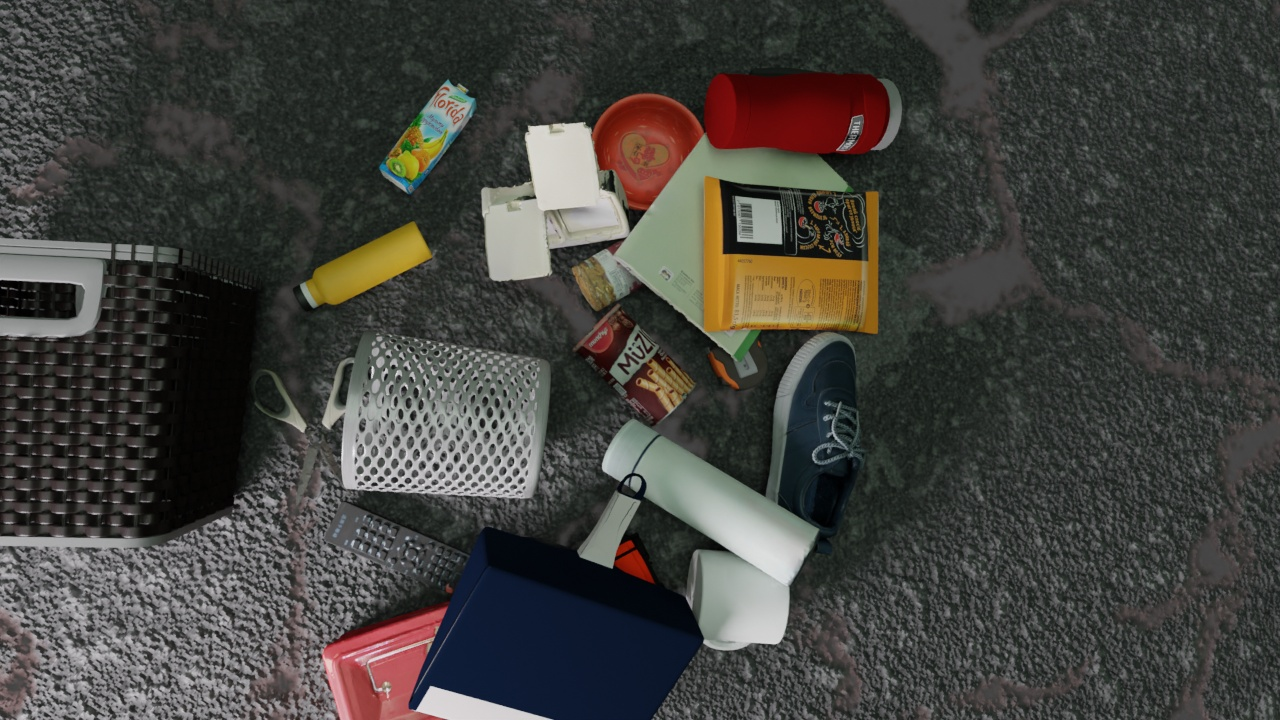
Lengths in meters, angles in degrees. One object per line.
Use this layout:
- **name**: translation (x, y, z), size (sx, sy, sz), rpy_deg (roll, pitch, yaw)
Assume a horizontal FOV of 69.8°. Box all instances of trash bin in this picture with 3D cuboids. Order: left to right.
- **trash bin**: translation (-0.189, 0.059, 0.916), size (0.183, 0.156, 0.156), rpy_deg (7, 85, -9)

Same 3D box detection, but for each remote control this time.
- **remote control**: translation (-0.252, 0.197, 0.965), size (0.150, 0.022, 0.047), rpy_deg (25, 83, -6)

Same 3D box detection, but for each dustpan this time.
- **dustpan**: translation (-0.061, 0.240, 0.896), size (0.236, 0.080, 0.273), rpy_deg (25, 106, -22)

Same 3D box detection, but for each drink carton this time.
- **drink carton**: translation (-0.227, -0.242, 0.989), size (0.044, 0.038, 0.128), rpy_deg (36, 83, -3)

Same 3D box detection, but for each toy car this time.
- **toy car**: translation (-0.006, 0.234, 0.974), size (0.051, 0.049, 0.100), rpy_deg (-27, 89, -8)

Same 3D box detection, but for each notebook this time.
- **notebook**: translation (0.109, -0.151, 0.998), size (0.182, 0.010, 0.252), rpy_deg (39, 74, -15)

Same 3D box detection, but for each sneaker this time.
- **sneaker**: translation (0.197, 0.084, 0.979), size (0.089, 0.087, 0.235), rpy_deg (13, 86, -30)

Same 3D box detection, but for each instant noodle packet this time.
- **instant noodle packet**: translation (0.168, -0.110, 0.996), size (0.220, 0.032, 0.160), rpy_deg (0, 90, -23)

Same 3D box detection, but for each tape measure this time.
- **tape measure**: translation (0.110, 0.004, 1.010), size (0.058, 0.038, 0.059), rpy_deg (-19, 88, -8)

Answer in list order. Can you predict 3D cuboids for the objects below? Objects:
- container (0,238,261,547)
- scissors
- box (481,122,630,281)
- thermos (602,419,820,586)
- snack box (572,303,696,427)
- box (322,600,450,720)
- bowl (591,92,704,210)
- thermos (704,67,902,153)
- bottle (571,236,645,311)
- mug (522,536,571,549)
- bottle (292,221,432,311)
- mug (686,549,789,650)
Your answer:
- **container**: translation (-0.508, 0.028, 0.837), size (0.247, 0.246, 0.243), rpy_deg (2, 89, -6)
- **scissors**: translation (-0.342, 0.063, 0.968), size (0.171, 0.012, 0.157), rpy_deg (41, 84, -2)
- **box**: translation (-0.091, -0.135, 0.901), size (0.143, 0.187, 0.105), rpy_deg (-8, 68, 9)
- **thermos**: translation (0.070, 0.144, 0.945), size (0.230, 0.068, 0.068), rpy_deg (29, 83, 16)
- **snack box**: translation (-0.006, 0.006, 0.980), size (0.121, 0.072, 0.072), rpy_deg (45, 82, -2)
- **box**: translation (-0.226, 0.319, 0.929), size (0.157, 0.087, 0.129), rpy_deg (-16, 88, -4)
- **bowl**: translation (0.008, -0.223, 1.011), size (0.130, 0.045, 0.130), rpy_deg (0, 86, -6)
- **thermos**: translation (0.171, -0.274, 0.986), size (0.198, 0.084, 0.108), rpy_deg (-5, 55, -20)
- **bottle**: translation (-0.016, -0.102, 0.993), size (0.105, 0.056, 0.056), rpy_deg (-30, 90, -9)
- **mug**: translation (-0.092, 0.248, 0.949), size (0.119, 0.085, 0.100), rpy_deg (17, 92, -10)
- **bottle**: translation (-0.294, -0.096, 0.969), size (0.143, 0.043, 0.043), rpy_deg (-28, 89, -8)
- **mug**: translation (0.098, 0.261, 0.971), size (0.090, 0.091, 0.121), rpy_deg (5, 118, -6)
